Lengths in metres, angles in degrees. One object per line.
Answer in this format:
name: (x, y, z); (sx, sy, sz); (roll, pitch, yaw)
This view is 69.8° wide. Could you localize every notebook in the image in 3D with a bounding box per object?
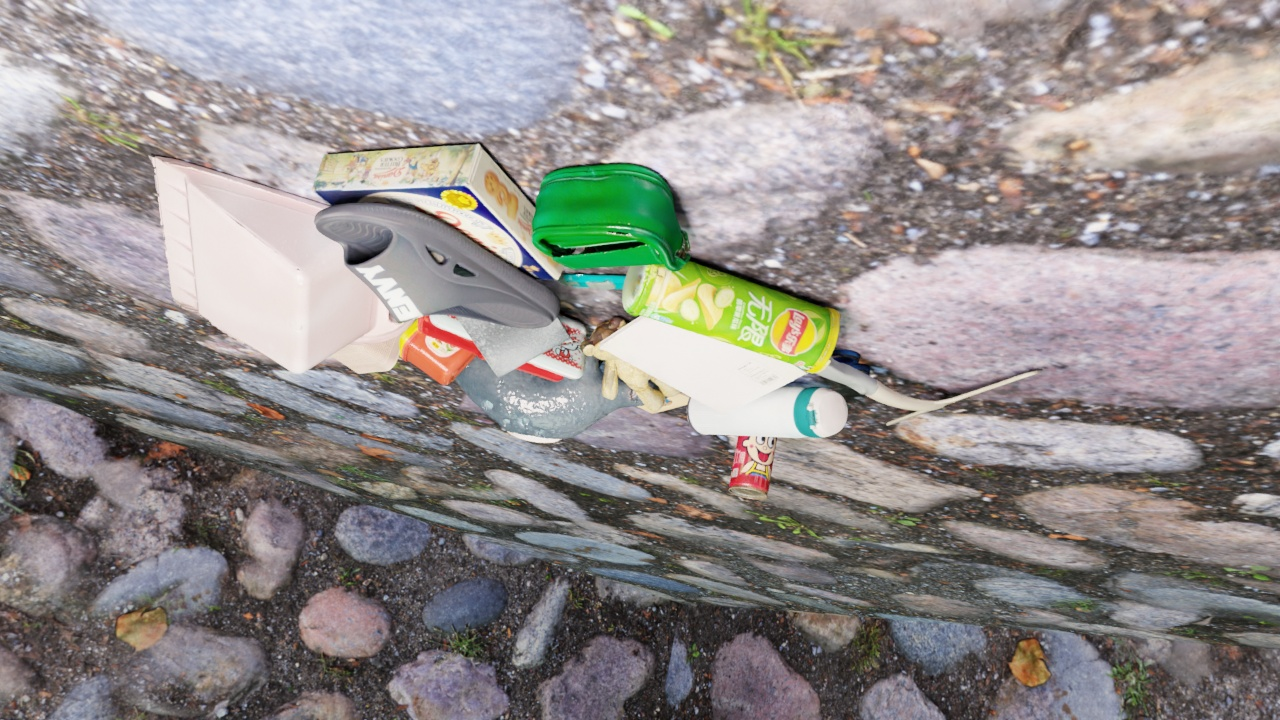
notebook: (0.079, -0.004, 1.075); (0.209, 0.012, 0.151); (30, 137, -32)

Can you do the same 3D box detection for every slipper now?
slipper: (-0.193, -0.071, 0.904); (0.268, 0.083, 0.111); (26, 155, -39)

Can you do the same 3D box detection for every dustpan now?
dustpan: (-0.398, -0.106, 1.049); (0.273, 0.138, 0.223); (36, 137, 9)

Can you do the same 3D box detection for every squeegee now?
squeegee: (0.273, 0.028, 1.053); (0.246, 0.039, 0.247); (17, 157, -20)

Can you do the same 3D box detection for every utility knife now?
utility knife: (-0.020, -0.084, 0.993); (0.161, 0.013, 0.029); (3, 159, 23)

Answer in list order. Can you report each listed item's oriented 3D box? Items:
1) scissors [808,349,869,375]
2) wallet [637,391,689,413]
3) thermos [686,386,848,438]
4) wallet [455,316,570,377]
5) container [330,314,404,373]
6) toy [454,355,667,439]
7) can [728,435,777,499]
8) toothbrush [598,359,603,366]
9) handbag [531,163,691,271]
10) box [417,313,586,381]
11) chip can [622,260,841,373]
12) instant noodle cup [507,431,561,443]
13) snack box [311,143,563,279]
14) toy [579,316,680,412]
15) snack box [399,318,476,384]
scissors: (0.187, 0.005, 1.104); (0.173, 0.012, 0.128); (8, 159, 7)
wallet: (0.020, 0.049, 1.310); (0.087, 0.024, 0.115); (25, 158, -27)
thermos: (0.161, 0.065, 1.175); (0.073, 0.073, 0.225); (28, 161, -36)
wallet: (-0.147, -0.048, 1.027); (0.097, 0.019, 0.121); (-29, 122, 0)
container: (-0.375, -0.049, 1.194); (0.090, 0.089, 0.111); (-5, 150, 39)
toy: (-0.129, 0.035, 1.217); (0.356, 0.138, 0.091); (11, -179, 2)
can: (0.157, 0.119, 1.253); (0.053, 0.132, 0.053); (11, 160, 4)
toothbrush: (-0.074, 0.026, 1.317); (0.016, 0.014, 0.190); (39, 157, 2)
handbag: (-0.027, -0.122, 0.836); (0.131, 0.068, 0.120); (2, 165, 24)
box: (-0.156, -0.034, 1.090); (0.201, 0.094, 0.091); (22, -170, -25)
chip can: (0.091, -0.051, 0.932); (0.221, 0.072, 0.073); (17, 159, -13)
instant noodle cup: (-0.146, 0.060, 1.314); (0.111, 0.099, 0.112); (8, 158, 3)
snack box: (-0.192, -0.140, 0.903); (0.183, 0.045, 0.178); (3, 158, 25)
toy: (-0.007, 0.007, 1.141); (0.157, 0.105, 0.066); (45, -172, -37)
snack box: (-0.247, -0.022, 1.152); (0.080, 0.091, 0.082); (41, 158, -2)
